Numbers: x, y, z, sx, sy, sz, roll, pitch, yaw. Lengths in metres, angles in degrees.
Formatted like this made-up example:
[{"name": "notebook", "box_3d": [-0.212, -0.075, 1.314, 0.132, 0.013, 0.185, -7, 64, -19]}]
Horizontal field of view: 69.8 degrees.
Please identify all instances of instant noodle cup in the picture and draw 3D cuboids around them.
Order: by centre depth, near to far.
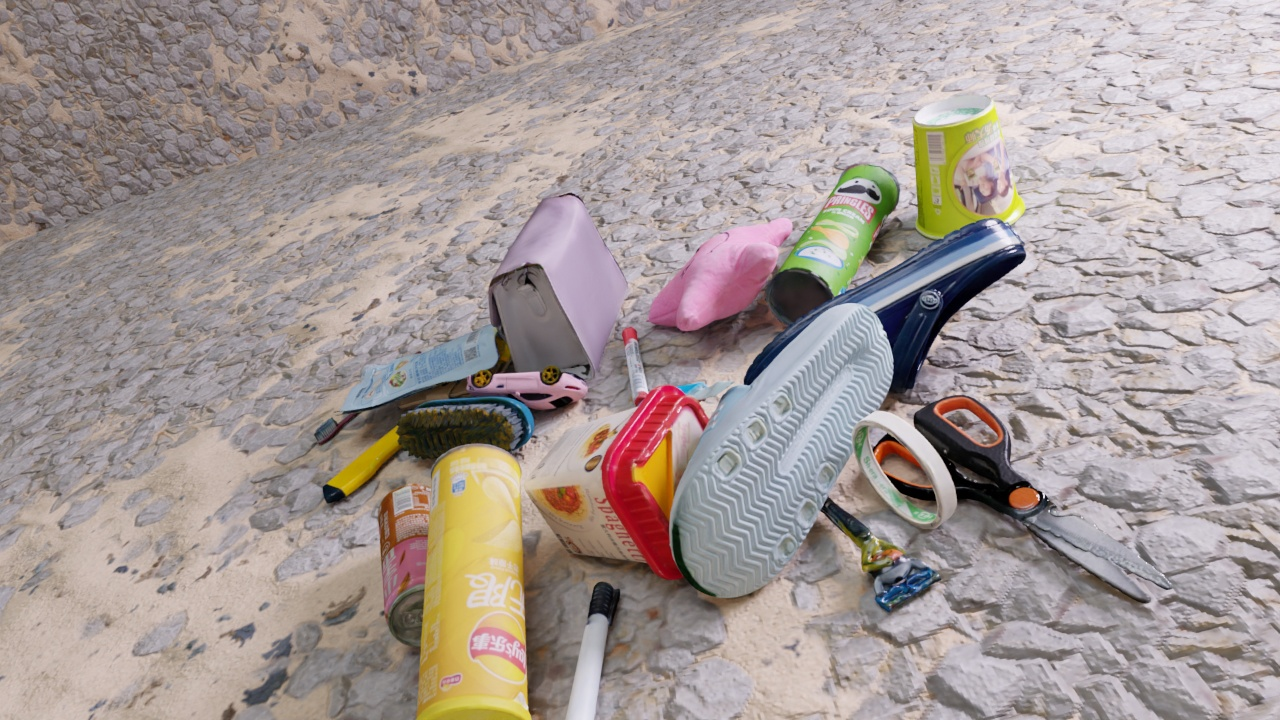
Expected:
[{"name": "instant noodle cup", "box_3d": [-0.010, 0.094, 0.689, 0.124, 0.116, 0.116, -12, 28, 39]}, {"name": "instant noodle cup", "box_3d": [0.333, -0.205, 0.953, 0.112, 0.123, 0.111, -16, 29, 9]}]

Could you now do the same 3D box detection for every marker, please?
[{"name": "marker", "box_3d": [-0.031, 0.198, 0.608, 0.023, 0.018, 0.130, -4, 31, 9]}, {"name": "marker", "box_3d": [-0.005, 0.005, 0.921, 0.017, 0.017, 0.145, -18, 29, 4]}]

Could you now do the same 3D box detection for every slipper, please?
[{"name": "slipper", "box_3d": [0.096, 0.053, 0.659, 0.244, 0.104, 0.074, -49, 27, -23]}, {"name": "slipper", "box_3d": [0.208, -0.020, 0.760, 0.253, 0.105, 0.095, -32, 71, 7]}]

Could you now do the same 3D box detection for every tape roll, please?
[{"name": "tape roll", "box_3d": [0.176, 0.074, 0.618, 0.013, 0.086, 0.086, -31, 31, -17]}]

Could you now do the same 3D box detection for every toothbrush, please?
[{"name": "toothbrush", "box_3d": [-0.306, 0.033, 1.063, 0.016, 0.017, 0.187, 6, 39, 38]}]

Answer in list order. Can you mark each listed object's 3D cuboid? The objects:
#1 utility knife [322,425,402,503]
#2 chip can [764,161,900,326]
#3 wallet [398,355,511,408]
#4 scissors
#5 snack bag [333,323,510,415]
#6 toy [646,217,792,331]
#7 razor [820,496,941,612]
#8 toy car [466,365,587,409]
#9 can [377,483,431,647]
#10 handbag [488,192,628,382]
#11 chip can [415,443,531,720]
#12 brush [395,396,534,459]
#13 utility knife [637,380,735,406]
[{"name": "utility knife", "box_3d": [-0.262, 0.094, 0.934, 0.033, 0.015, 0.156, 13, 42, 36]}, {"name": "chip can", "box_3d": [0.204, -0.124, 0.953, 0.072, 0.072, 0.235, 1, 36, 33]}, {"name": "wallet", "box_3d": [-0.205, 0.023, 1.013, 0.115, 0.024, 0.087, -10, 26, 17]}, {"name": "scissors", "box_3d": [0.235, 0.100, 0.611, 0.153, 0.022, 0.234, -22, 32, 11]}, {"name": "snack bag", "box_3d": [-0.232, 0.009, 0.993, 0.191, 0.039, 0.110, -19, 32, 8]}, {"name": "toy", "box_3d": [0.074, -0.078, 0.944, 0.179, 0.074, 0.194, -33, 9, 26]}, {"name": "razor", "box_3d": [0.145, 0.116, 0.633, 0.042, 0.022, 0.142, -25, 29, -11]}, {"name": "toy car", "box_3d": [-0.113, 0.030, 0.907, 0.122, 0.056, 0.037, -2, 73, 14]}, {"name": "can", "box_3d": [-0.176, 0.157, 0.728, 0.058, 0.058, 0.147, -24, 29, -6]}, {"name": "handbag", "box_3d": [-0.090, -0.078, 0.985, 0.098, 0.145, 0.196, -9, 30, 15]}, {"name": "chip can", "box_3d": [-0.114, 0.157, 0.628, 0.072, 0.072, 0.213, -17, 42, 5]}, {"name": "brush", "box_3d": [-0.164, 0.062, 0.891, 0.144, 0.055, 0.073, -5, 11, 27]}, {"name": "utility knife", "box_3d": [0.036, 0.030, 0.749, 0.034, 0.018, 0.225, -40, 5, -15]}]
